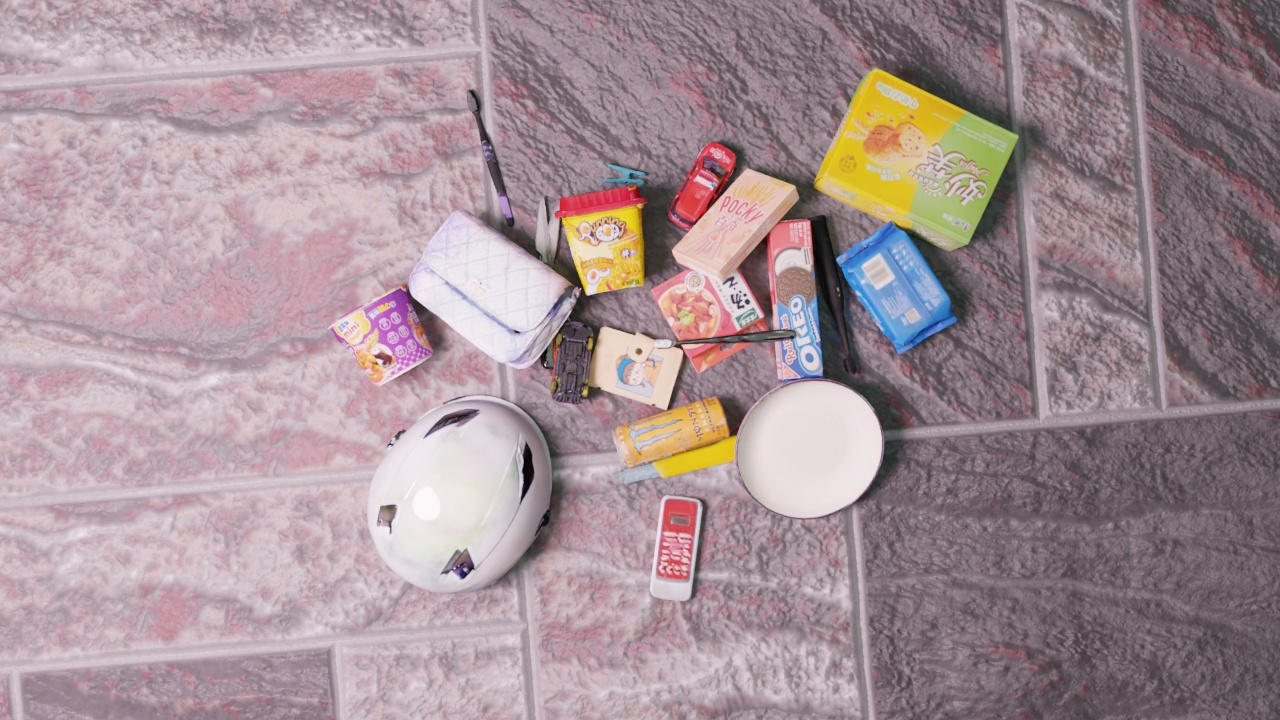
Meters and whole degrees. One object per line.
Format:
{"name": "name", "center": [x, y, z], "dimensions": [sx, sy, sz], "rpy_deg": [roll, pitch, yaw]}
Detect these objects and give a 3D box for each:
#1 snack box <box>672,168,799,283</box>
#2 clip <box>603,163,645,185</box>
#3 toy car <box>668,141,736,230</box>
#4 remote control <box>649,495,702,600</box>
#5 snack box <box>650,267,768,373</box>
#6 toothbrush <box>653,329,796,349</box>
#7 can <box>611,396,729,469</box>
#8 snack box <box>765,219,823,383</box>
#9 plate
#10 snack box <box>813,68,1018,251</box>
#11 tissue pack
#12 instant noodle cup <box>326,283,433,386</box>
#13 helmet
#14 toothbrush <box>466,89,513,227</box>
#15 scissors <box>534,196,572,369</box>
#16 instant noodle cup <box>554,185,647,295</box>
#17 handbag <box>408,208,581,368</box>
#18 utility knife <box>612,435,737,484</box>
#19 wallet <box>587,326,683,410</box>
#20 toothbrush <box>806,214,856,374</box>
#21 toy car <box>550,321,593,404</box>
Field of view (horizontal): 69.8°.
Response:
{"name": "snack box", "center": [0.121, -0.173, 1.166], "dimensions": [0.084, 0.026, 0.157], "rpy_deg": [31, 74, 39]}
{"name": "clip", "center": [-0.021, -0.243, 1.210], "dimensions": [0.056, 0.014, 0.040], "rpy_deg": [10, 90, 1]}
{"name": "toy car", "center": [0.082, -0.228, 1.196], "dimensions": [0.053, 0.045, 0.120], "rpy_deg": [29, 87, -2]}
{"name": "remote control", "center": [0.047, 0.246, 1.205], "dimensions": [0.056, 0.020, 0.136], "rpy_deg": [8, 89, -1]}
{"name": "snack box", "center": [0.093, -0.064, 1.194], "dimensions": [0.113, 0.044, 0.127], "rpy_deg": [-30, 90, 0]}
{"name": "toothbrush", "center": [0.106, -0.027, 1.160], "dimensions": [0.181, 0.018, 0.015], "rpy_deg": [-4, 89, 3]}
{"name": "can", "center": [0.039, 0.094, 1.186], "dimensions": [0.146, 0.058, 0.058], "rpy_deg": [-18, 90, -1]}
{"name": "snack box", "center": [0.199, -0.075, 1.190], "dimensions": [0.057, 0.058, 0.207], "rpy_deg": [-5, 90, 2]}
{"name": "plate", "center": [0.214, 0.110, 1.182], "dimensions": [0.192, 0.039, 0.192], "rpy_deg": [-1, 106, -3]}
{"name": "snack box", "center": [0.353, -0.257, 1.186], "dimensions": [0.210, 0.070, 0.157], "rpy_deg": [25, 89, 0]}
{"name": "tissue pack", "center": [0.333, -0.093, 1.194], "dimensions": [0.095, 0.052, 0.157], "rpy_deg": [-34, 90, 1]}
{"name": "instant noodle cup", "center": [-0.323, -0.028, 1.162], "dimensions": [0.111, 0.111, 0.099], "rpy_deg": [-29, 97, -1]}
{"name": "helmet", "center": [-0.228, 0.169, 1.139], "dimensions": [0.229, 0.146, 0.258], "rpy_deg": [33, 89, -1]}
{"name": "toothbrush", "center": [-0.198, -0.266, 1.207], "dimensions": [0.014, 0.017, 0.189], "rpy_deg": [-17, 91, -1]}
{"name": "scissors", "center": [-0.115, -0.098, 1.208], "dimensions": [0.162, 0.022, 0.233], "rpy_deg": [30, 84, -7]}
{"name": "instant noodle cup", "center": [-0.044, -0.153, 1.166], "dimensions": [0.116, 0.116, 0.124], "rpy_deg": [-10, 102, -2]}
{"name": "handbag", "center": [-0.188, -0.088, 1.156], "dimensions": [0.194, 0.075, 0.134], "rpy_deg": [35, 88, 14]}
{"name": "utility knife", "center": [0.065, 0.129, 1.206], "dimensions": [0.207, 0.015, 0.033], "rpy_deg": [-13, 91, -3]}
{"name": "wallet", "center": [-0.007, 0.007, 1.205], "dimensions": [0.115, 0.024, 0.087], "rpy_deg": [18, 95, 1]}
{"name": "toothbrush", "center": [0.254, -0.085, 1.207], "dimensions": [0.026, 0.027, 0.212], "rpy_deg": [-14, 91, -16]}
{"name": "toy car", "center": [-0.088, 0.003, 1.183], "dimensions": [0.049, 0.031, 0.106], "rpy_deg": [6, 87, -11]}
